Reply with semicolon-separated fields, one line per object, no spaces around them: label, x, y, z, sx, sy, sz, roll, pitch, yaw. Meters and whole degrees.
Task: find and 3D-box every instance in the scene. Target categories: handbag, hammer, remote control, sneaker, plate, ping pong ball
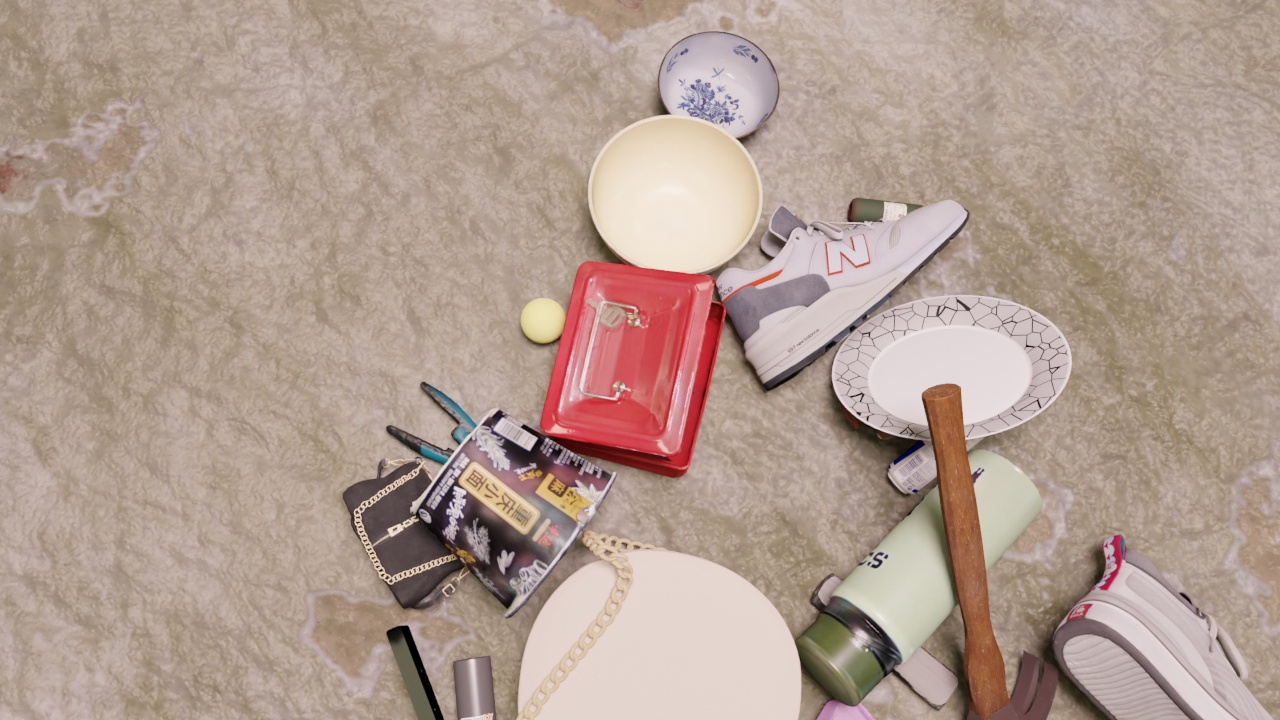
handbag;0.013;0.252;0.705;0.211;0.103;0.208;12;79;2
hammer;0.250;0.170;0.689;0.115;0.033;0.323;-22;109;-23
remote control;-0.165;0.281;0.724;0.013;0.034;0.150;-23;77;-9
sneaker;0.166;-0.091;0.809;0.239;0.089;0.124;-41;83;-8
sneaker;0.447;0.260;0.735;0.263;0.097;0.128;43;51;-2
remote control;0.202;0.232;0.764;0.136;0.013;0.033;40;75;7
plate;0.258;0.007;0.773;0.189;0.016;0.188;-13;36;9
handbag;-0.190;0.139;0.758;0.079;0.054;0.128;-28;75;-21
ping pong ball;-0.086;-0.035;0.808;0.040;0.040;0.040;1;75;-2

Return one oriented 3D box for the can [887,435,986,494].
can;0.254;0.074;0.778;0.095;0.032;0.032;-45;80;19

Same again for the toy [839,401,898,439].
toy;0.231;0.043;0.800;0.102;0.041;0.055;-23;116;1

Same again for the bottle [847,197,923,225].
bottle;0.248;-0.134;0.857;0.106;0.025;0.025;7;75;-1

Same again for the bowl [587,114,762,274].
bowl;0.028;-0.134;0.822;0.151;0.075;0.150;1;75;-3

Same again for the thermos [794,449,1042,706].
thermos;0.222;0.176;0.737;0.231;0.082;0.082;-40;80;-18

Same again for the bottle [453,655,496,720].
bottle;-0.128;0.294;0.724;0.030;0.030;0.113;-7;76;-4

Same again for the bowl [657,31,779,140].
bowl;0.071;-0.249;0.869;0.114;0.045;0.114;1;75;-2

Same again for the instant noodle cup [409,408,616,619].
instant noodle cup;-0.102;0.110;0.716;0.112;0.137;0.137;38;77;0

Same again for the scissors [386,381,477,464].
scissors;-0.150;0.073;0.789;0.123;0.019;0.148;-16;78;-7

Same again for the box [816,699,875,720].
box;0.151;0.371;0.668;0.151;0.035;0.213;45;49;6

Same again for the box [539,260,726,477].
box;-0.003;0.009;0.781;0.134;0.110;0.157;12;78;12
